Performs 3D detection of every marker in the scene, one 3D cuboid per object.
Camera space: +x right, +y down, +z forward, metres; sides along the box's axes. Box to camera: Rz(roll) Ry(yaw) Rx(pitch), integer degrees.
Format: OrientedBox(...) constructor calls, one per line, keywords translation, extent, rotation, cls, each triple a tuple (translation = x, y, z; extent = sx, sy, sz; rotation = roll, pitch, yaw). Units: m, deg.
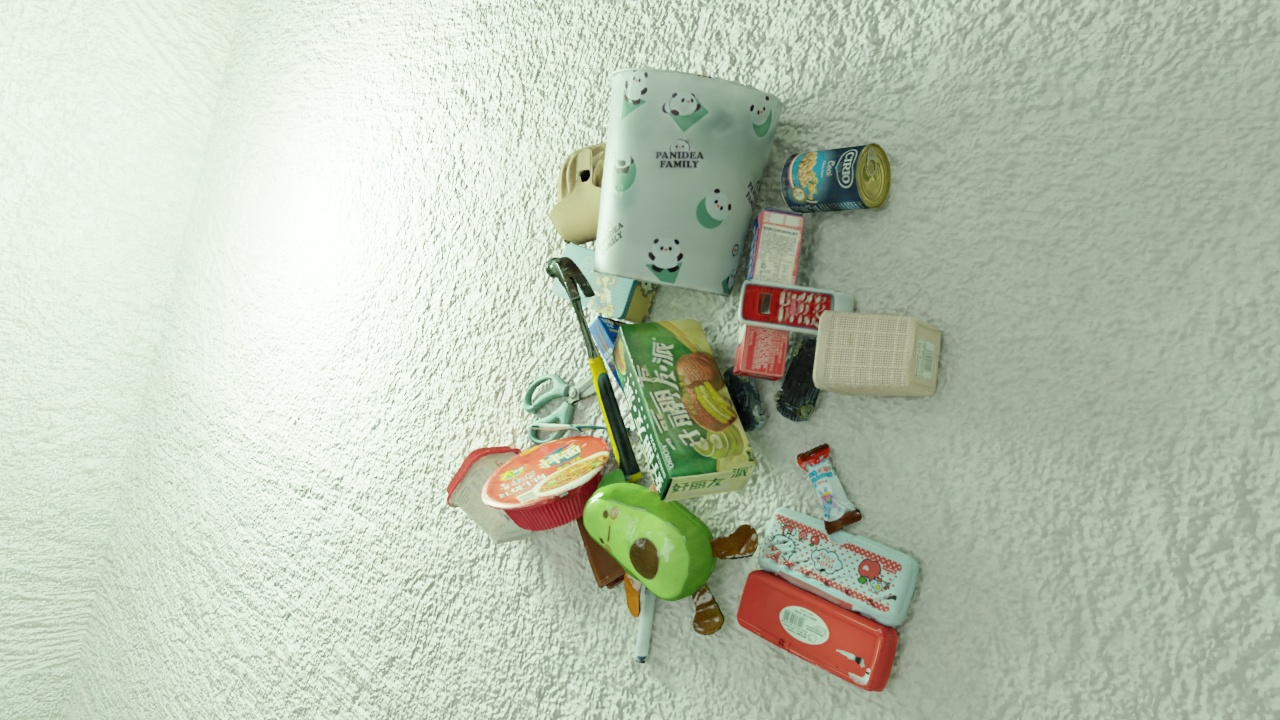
OrientedBox(translation=(0.011, 0.340, 1.231), extent=(0.023, 0.018, 0.130), rotation=(5, 84, 34), cls="marker")

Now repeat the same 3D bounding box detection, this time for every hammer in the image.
OrientedBox(translation=(-0.057, 0.016, 1.242), extent=(0.126, 0.032, 0.323), rotation=(-154, 45, -72), cls="hammer")

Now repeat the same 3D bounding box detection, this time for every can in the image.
OrientedBox(translation=(0.233, -0.217, 1.104), extent=(0.111, 0.075, 0.075), rotation=(4, 84, 44), cls="can")

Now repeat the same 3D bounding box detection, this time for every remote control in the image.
OrientedBox(translation=(0.186, -0.062, 1.096), extent=(0.136, 0.020, 0.056), rotation=(9, 83, 1), cls="remote control")

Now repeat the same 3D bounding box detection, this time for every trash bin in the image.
OrientedBox(translation=(0.049, -0.221, 1.185), extent=(0.230, 0.229, 0.252), rotation=(17, 98, 44), cls="trash bin")

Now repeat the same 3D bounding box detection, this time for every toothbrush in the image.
OrientedBox(translation=(-0.094, 0.104, 1.365), extent=(0.192, 0.016, 0.018), rotation=(-1, 92, 35), cls="toothbrush")

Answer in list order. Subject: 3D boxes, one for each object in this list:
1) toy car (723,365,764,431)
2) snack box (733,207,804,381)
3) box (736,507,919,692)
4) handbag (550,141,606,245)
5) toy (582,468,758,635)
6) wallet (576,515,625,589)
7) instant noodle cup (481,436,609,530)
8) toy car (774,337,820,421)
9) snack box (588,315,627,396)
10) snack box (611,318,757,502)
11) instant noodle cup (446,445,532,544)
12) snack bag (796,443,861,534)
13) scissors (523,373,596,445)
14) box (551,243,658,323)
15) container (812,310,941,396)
OrientedBox(translation=(0.133, 0.048, 1.168), extent=(0.043, 0.034, 0.090), rotation=(-31, 60, 31), cls="toy car")
OrientedBox(translation=(0.160, -0.081, 1.137), extent=(0.057, 0.058, 0.207), rotation=(120, 159, -83), cls="snack box")
OrientedBox(translation=(0.209, 0.267, 1.049), extent=(0.201, 0.037, 0.158), rotation=(16, 91, 45), cls="box")
OrientedBox(translation=(-0.051, -0.254, 1.359), extent=(0.205, 0.099, 0.147), rotation=(-3, 75, 46), cls="handbag")
OrientedBox(translation=(0.022, 0.234, 1.177), extent=(0.247, 0.089, 0.227), rotation=(25, 106, 31), cls="toy")
OrientedBox(translation=(-0.034, 0.245, 1.286), extent=(0.101, 0.032, 0.124), rotation=(-37, 59, 28), cls="wallet")
OrientedBox(translation=(-0.126, 0.181, 1.307), extent=(0.194, 0.193, 0.066), rotation=(-1, 115, 43), cls="instant noodle cup")
OrientedBox(translation=(0.201, 0.023, 1.112), extent=(0.049, 0.031, 0.105), rotation=(28, 102, 40), cls="toy car")
OrientedBox(translation=(-0.008, 0.007, 1.273), extent=(0.026, 0.084, 0.157), rotation=(-48, 53, 25), cls="snack box")
OrientedBox(translation=(0.050, 0.057, 1.160), extent=(0.063, 0.114, 0.239), rotation=(108, 151, -49), cls="snack box")
OrientedBox(translation=(-0.216, 0.210, 1.413), extent=(0.124, 0.116, 0.117), rotation=(46, 113, 27), cls="instant noodle cup")
OrientedBox(translation=(0.219, 0.148, 1.071), extent=(0.045, 0.026, 0.105), rotation=(-26, 61, 11), cls="snack bag")
OrientedBox(translation=(-0.117, 0.074, 1.407), extent=(0.180, 0.019, 0.139), rotation=(-17, 69, 38), cls="scissors")
OrientedBox(translation=(-0.056, -0.116, 1.363), extent=(0.184, 0.059, 0.090), rotation=(20, 94, 42), cls="box")
OrientedBox(translation=(0.265, -0.006, 1.021), extent=(0.111, 0.089, 0.090), rotation=(3, 83, 41), cls="container")
